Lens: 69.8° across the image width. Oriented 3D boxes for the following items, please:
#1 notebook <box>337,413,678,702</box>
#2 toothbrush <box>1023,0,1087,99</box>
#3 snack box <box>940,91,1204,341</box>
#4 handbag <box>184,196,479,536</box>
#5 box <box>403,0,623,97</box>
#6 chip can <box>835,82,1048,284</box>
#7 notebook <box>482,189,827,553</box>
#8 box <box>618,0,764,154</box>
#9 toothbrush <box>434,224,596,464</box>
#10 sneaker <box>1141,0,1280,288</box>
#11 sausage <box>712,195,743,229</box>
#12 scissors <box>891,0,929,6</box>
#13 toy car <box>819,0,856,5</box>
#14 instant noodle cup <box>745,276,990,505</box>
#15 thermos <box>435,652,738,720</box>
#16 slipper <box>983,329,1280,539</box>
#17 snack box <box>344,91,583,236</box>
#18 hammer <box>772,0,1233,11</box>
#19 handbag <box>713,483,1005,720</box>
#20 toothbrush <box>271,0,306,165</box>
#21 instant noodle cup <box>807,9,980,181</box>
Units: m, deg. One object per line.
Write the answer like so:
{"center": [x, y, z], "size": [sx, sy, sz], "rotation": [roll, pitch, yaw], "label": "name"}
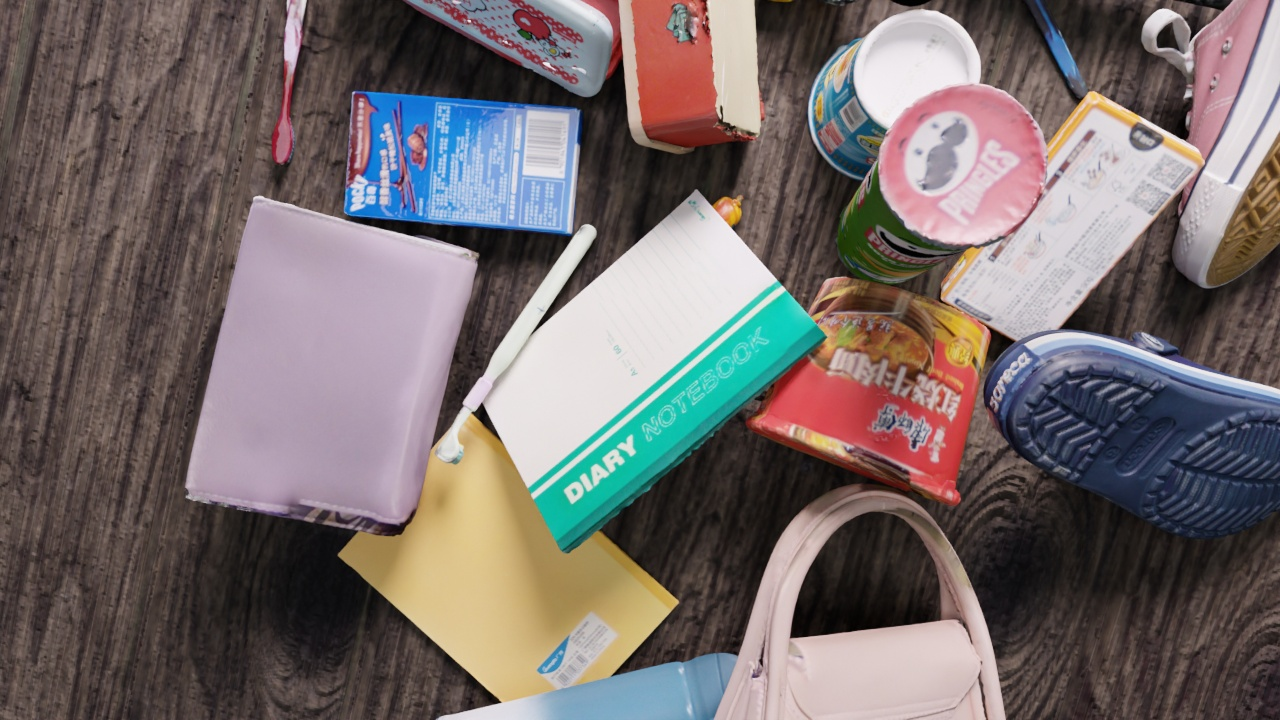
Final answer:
{"center": [-0.096, 0.157, 0.660], "size": [0.206, 0.010, 0.146], "rotation": [42, 96, 0], "label": "notebook"}
{"center": [0.249, -0.256, 0.605], "size": [0.014, 0.016, 0.189], "rotation": [-29, 95, 4], "label": "toothbrush"}
{"center": [0.264, -0.082, 0.576], "size": [0.075, 0.026, 0.154], "rotation": [29, 124, 0], "label": "snack box"}
{"center": [-0.199, 0.004, 0.611], "size": [0.145, 0.098, 0.197], "rotation": [15, 94, -2], "label": "handbag"}
{"center": [-0.098, -0.253, 0.584], "size": [0.201, 0.100, 0.095], "rotation": [29, 96, 1], "label": "box"}
{"center": [0.155, -0.084, 0.511], "size": [0.072, 0.236, 0.072], "rotation": [0, 90, 7], "label": "chip can"}
{"center": [-0.004, 0.003, 0.593], "size": [0.209, 0.012, 0.150], "rotation": [-41, 55, 8], "label": "notebook"}
{"center": [0.039, -0.222, 0.575], "size": [0.078, 0.091, 0.168], "rotation": [-2, 95, 27], "label": "box"}
{"center": [-0.083, -0.013, 0.626], "size": [0.020, 0.029, 0.189], "rotation": [34, 84, -19], "label": "toothbrush"}
{"center": [0.369, -0.164, 0.558], "size": [0.118, 0.088, 0.241], "rotation": [-13, 124, -20], "label": "sneaker"}
{"center": [0.012, -0.053, 0.631], "size": [0.021, 0.021, 0.165], "rotation": [44, 96, -1], "label": "sausage"}
{"center": [0.202, -0.284, 0.534], "size": [0.233, 0.022, 0.220], "rotation": [38, 73, 2], "label": "scissors"}
{"center": [0.123, -0.274, 0.562], "size": [0.049, 0.031, 0.105], "rotation": [-4, 102, 10], "label": "toy car"}
{"center": [0.148, 0.017, 0.579], "size": [0.138, 0.138, 0.108], "rotation": [21, 86, 2], "label": "instant noodle cup"}
{"center": [-0.029, 0.251, 0.626], "size": [0.220, 0.070, 0.070], "rotation": [-14, 93, 1], "label": "thermos"}
{"center": [0.316, 0.038, 0.580], "size": [0.252, 0.095, 0.105], "rotation": [14, 120, -20], "label": "slipper"}
{"center": [-0.121, -0.135, 0.630], "size": [0.157, 0.026, 0.084], "rotation": [6, 95, 3], "label": "snack box"}
{"center": [0.229, -0.268, 0.581], "size": [0.301, 0.032, 0.129], "rotation": [14, 104, 5], "label": "hammer"}
{"center": [0.139, 0.195, 0.576], "size": [0.193, 0.093, 0.234], "rotation": [0, 95, -23], "label": "handbag"}
{"center": [-0.239, -0.229, 0.638], "size": [0.016, 0.017, 0.187], "rotation": [7, 93, -5], "label": "toothbrush"}
{"center": [0.158, -0.166, 0.568], "size": [0.099, 0.110, 0.099], "rotation": [0, 95, 4], "label": "instant noodle cup"}
